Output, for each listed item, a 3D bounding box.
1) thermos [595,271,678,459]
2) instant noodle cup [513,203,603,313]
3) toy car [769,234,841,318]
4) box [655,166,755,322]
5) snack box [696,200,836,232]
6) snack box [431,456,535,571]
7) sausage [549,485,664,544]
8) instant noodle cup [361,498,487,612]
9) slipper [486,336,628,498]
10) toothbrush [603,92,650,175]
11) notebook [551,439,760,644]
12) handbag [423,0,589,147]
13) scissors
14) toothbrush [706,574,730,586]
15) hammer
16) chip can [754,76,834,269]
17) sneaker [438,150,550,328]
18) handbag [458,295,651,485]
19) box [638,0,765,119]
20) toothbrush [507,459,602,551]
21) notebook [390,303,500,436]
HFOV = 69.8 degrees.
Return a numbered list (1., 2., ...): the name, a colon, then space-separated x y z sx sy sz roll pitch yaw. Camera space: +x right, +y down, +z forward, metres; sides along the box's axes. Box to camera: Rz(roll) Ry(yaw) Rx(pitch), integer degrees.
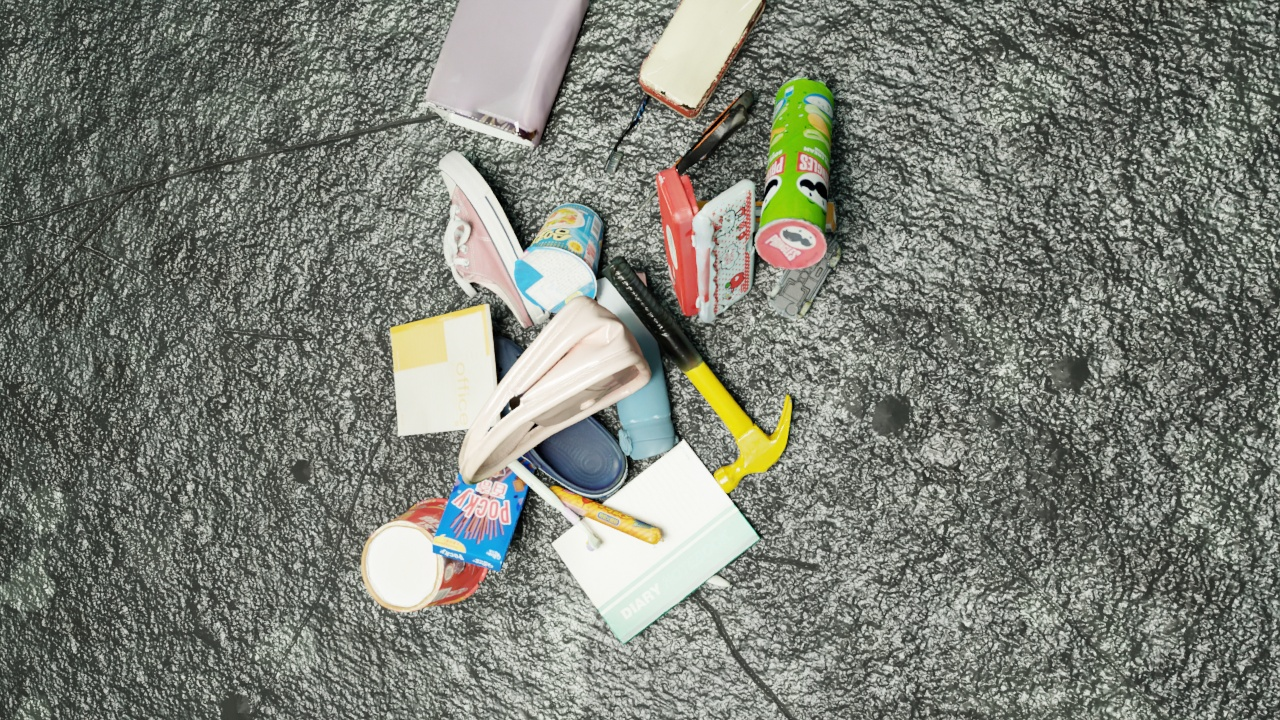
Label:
1. thermos: -0.006 0.006 1.094 0.070 0.070 0.220 -11 86 14
2. instant noodle cup: -0.088 -0.128 1.086 0.099 0.109 0.099 8 136 8
3. toy car: 0.191 -0.097 1.063 0.049 0.031 0.106 33 100 13
4. box: 0.082 -0.128 1.011 0.100 0.202 0.095 -16 61 -3
5. snack box: 0.145 -0.164 1.053 0.154 0.075 0.026 3 91 14
6. snack box: -0.184 0.168 1.101 0.084 0.026 0.156 16 53 -1
7. sausage: -0.045 0.184 1.095 0.165 0.021 0.021 19 94 20
8. instant noodle cup: -0.268 0.244 1.134 0.138 0.108 0.138 0 89 14
9. slipper: -0.122 0.070 1.097 0.253 0.095 0.105 41 76 11
10. toothbrush: 0.004 -0.312 1.124 0.016 0.014 0.189 30 95 12
11. notebook: 0.016 0.217 1.098 0.209 0.012 0.150 -39 77 5
12. handbag: -0.159 -0.375 1.122 0.145 0.098 0.197 21 93 15
13. scissors: 0.062 -0.230 1.037 0.021 0.221 0.233 43 74 -9
14. toothbrush: 0.020 0.236 1.110 0.188 0.016 0.017 18 83 14
15. hammer: 0.061 0.005 1.057 0.129 0.033 0.301 -38 97 6
16. chip can: 0.169 -0.206 0.987 0.072 0.072 0.235 1 52 14
17. sneaker: -0.200 -0.141 1.129 0.087 0.118 0.241 -28 88 -9
18. handbag: -0.101 0.045 0.971 0.234 0.193 0.093 -41 80 -2
19. box: 0.071 -0.376 1.067 0.091 0.077 0.168 32 96 0
20. toothbrush: -0.119 0.158 1.097 0.189 0.029 0.020 43 83 4
21. notebook: -0.245 0.017 1.133 0.207 0.010 0.146 -8 86 43
